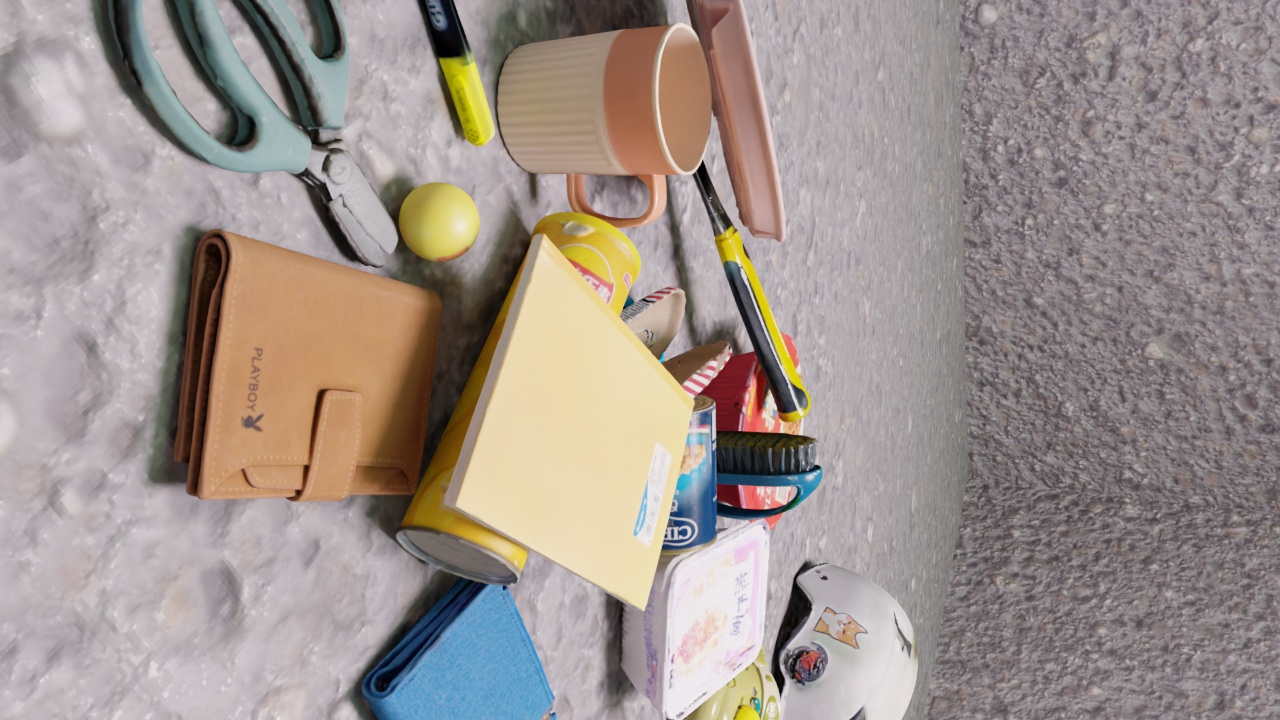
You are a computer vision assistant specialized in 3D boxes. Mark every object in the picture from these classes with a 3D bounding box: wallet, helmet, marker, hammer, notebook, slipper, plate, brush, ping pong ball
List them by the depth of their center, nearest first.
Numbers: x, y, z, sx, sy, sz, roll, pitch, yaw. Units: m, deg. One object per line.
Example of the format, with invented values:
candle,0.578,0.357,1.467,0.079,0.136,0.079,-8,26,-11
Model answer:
wallet,-0.142,0.009,0.411,0.131,0.031,0.107,16,78,-63
ping pong ball,-0.102,-0.070,0.467,0.040,0.040,0.040,-17,109,-63
marker,-0.101,-0.172,0.479,0.015,0.018,0.124,-62,145,-49
notebook,-0.025,0.046,0.513,0.206,0.010,0.145,46,53,-53
wallet,-0.097,0.193,0.523,0.106,0.040,0.133,-46,134,-41
plate,0.061,-0.191,0.635,0.229,0.028,0.229,-13,89,-83
brush,0.080,0.094,0.753,0.055,0.144,0.073,-14,100,-56
hammer,0.075,-0.087,0.762,0.125,0.032,0.323,-50,123,-47
slipper,0.099,0.328,0.891,0.190,0.082,0.092,-11,118,-68
helmet,0.277,0.410,1.199,0.273,0.157,0.230,-68,149,-32

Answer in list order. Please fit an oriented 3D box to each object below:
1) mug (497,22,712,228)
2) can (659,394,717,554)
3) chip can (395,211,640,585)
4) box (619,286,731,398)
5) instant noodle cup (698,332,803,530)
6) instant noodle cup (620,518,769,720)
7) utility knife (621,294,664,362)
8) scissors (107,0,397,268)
mug,-0.020,-0.138,0.552,0.081,0.106,0.114,-30,121,-60
can,0.021,0.084,0.709,0.075,0.075,0.111,-22,113,-62
chip can,-0.064,0.017,0.526,0.072,0.072,0.212,59,43,-50
box,-0.007,0.000,0.644,0.162,0.076,0.087,-38,106,-43
instant noodle cup,0.102,0.067,0.888,0.193,0.066,0.194,-13,105,-63
instant noodle cup,0.044,0.208,0.774,0.173,0.060,0.138,-11,106,-57
utility knife,-0.017,-0.037,0.678,0.159,0.018,0.034,45,54,-56
scissors,-0.155,-0.093,0.379,0.129,0.019,0.185,-49,135,-51
